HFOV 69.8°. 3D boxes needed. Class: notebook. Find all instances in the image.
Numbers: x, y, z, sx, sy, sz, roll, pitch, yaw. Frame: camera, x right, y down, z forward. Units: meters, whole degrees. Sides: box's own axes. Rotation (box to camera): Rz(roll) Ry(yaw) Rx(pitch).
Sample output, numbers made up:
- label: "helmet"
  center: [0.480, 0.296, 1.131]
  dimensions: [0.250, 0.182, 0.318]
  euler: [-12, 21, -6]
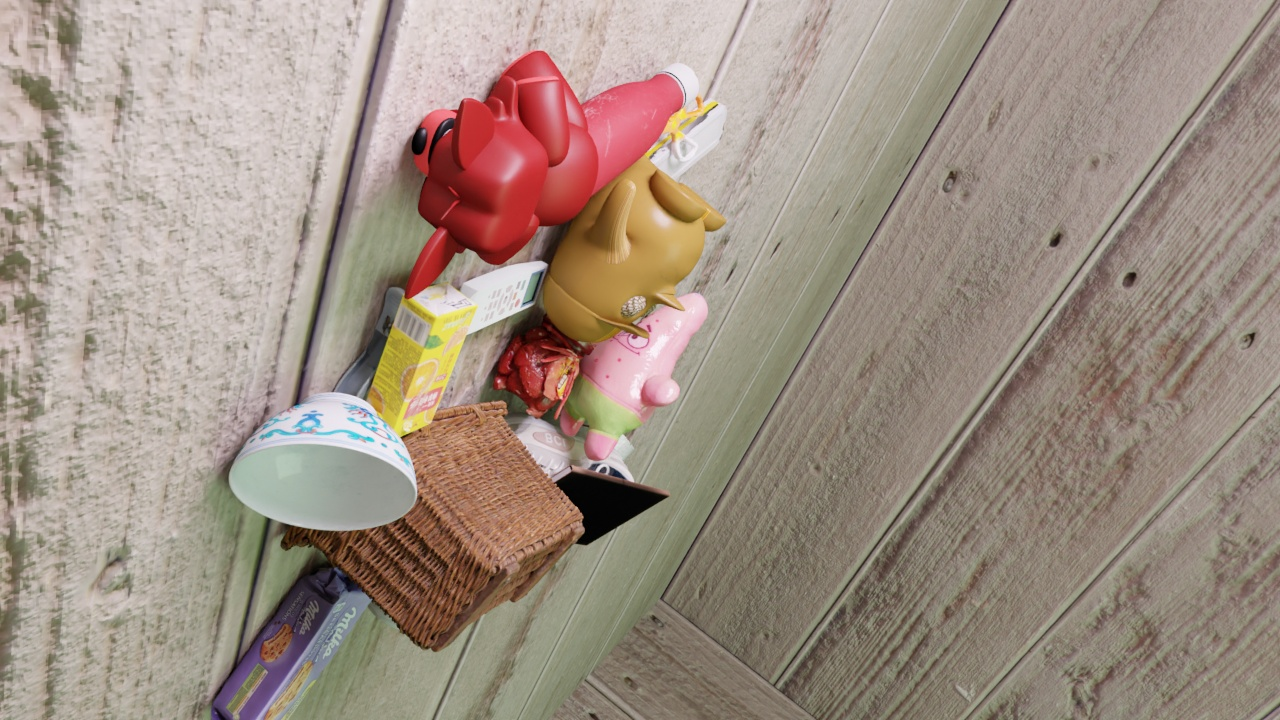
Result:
- label: "notebook"
  center: [-0.074, 0.179, 1.109]
  dimensions: [0.142, 0.008, 0.209]
  euler: [-34, 150, 21]

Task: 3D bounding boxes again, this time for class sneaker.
- label: "sneaker"
  center: [-0.106, 0.129, 1.122]
  dimensions: [0.242, 0.091, 0.089]
  euler: [17, 104, -36]

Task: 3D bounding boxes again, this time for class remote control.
- label: "remote control"
  center: [-0.143, -0.067, 0.920]
  dimensions: [0.143, 0.024, 0.050]
  euler: [-35, 151, -62]

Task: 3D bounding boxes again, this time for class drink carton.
- label: "drink carton"
  center: [-0.191, 0.003, 0.793]
  dimensions: [0.058, 0.043, 0.135]
  euler: [-27, 149, -59]

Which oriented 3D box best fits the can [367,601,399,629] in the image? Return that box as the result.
- label: "can"
  center: [-0.261, 0.245, 1.099]
  dimensions: [0.140, 0.088, 0.087]
  euler: [-56, 164, 3]

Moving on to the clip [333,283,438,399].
- label: "clip"
  center: [-0.218, 0.000, 0.842]
  dimensions: [0.167, 0.028, 0.127]
  euler: [-59, 165, 17]

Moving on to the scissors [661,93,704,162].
- label: "scissors"
  center: [0.032, -0.253, 1.023]
  dimensions: [0.132, 0.012, 0.097]
  euler: [-32, 128, -45]

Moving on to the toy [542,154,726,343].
- label: "toy"
  center: [-0.017, -0.102, 0.968]
  dimensions: [0.203, 0.162, 0.198]
  euler: [-50, 163, 13]

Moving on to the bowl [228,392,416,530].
- label: "bowl"
  center: [-0.254, 0.075, 0.756]
  dimensions: [0.144, 0.144, 0.074]
  euler: [103, -13, -52]

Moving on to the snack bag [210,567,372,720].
- label: "snack bag"
  center: [-0.364, 0.301, 0.969]
  dimensions: [0.205, 0.058, 0.096]
  euler: [-56, 167, -6]

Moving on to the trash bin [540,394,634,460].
- label: "trash bin"
  center: [-0.110, 0.138, 1.260]
  dimensions: [0.161, 0.133, 0.133]
  euler: [-47, 163, -10]

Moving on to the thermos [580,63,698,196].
- label: "thermos"
  center: [-0.021, -0.222, 0.876]
  dimensions: [0.239, 0.073, 0.073]
  euler: [-44, 161, -36]

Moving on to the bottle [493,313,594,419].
- label: "bottle"
  center: [-0.110, 0.008, 1.046]
  dimensions: [0.111, 0.099, 0.099]
  euler: [-50, 164, -6]

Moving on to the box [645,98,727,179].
- label: "box"
  center: [0.036, -0.241, 1.084]
  dimensions: [0.208, 0.033, 0.064]
  euler: [-45, 159, -34]

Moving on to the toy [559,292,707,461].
- label: "toy"
  center: [-0.007, 0.006, 1.098]
  dimensions: [0.236, 0.192, 0.097]
  euler: [-47, 133, -6]

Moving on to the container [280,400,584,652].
- label: "container"
  center: [-0.187, 0.165, 0.924]
  dimensions: [0.162, 0.183, 0.249]
  euler: [-49, 167, 16]

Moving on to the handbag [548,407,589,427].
- label: "handbag"
  center: [-0.095, 0.053, 1.170]
  dimensions: [0.119, 0.029, 0.055]
  euler: [40, 82, -31]

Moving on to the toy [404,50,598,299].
- label: "toy"
  center: [-0.111, -0.144, 0.695]
  dimensions: [0.159, 0.120, 0.196]
  euler: [-62, 173, 30]
